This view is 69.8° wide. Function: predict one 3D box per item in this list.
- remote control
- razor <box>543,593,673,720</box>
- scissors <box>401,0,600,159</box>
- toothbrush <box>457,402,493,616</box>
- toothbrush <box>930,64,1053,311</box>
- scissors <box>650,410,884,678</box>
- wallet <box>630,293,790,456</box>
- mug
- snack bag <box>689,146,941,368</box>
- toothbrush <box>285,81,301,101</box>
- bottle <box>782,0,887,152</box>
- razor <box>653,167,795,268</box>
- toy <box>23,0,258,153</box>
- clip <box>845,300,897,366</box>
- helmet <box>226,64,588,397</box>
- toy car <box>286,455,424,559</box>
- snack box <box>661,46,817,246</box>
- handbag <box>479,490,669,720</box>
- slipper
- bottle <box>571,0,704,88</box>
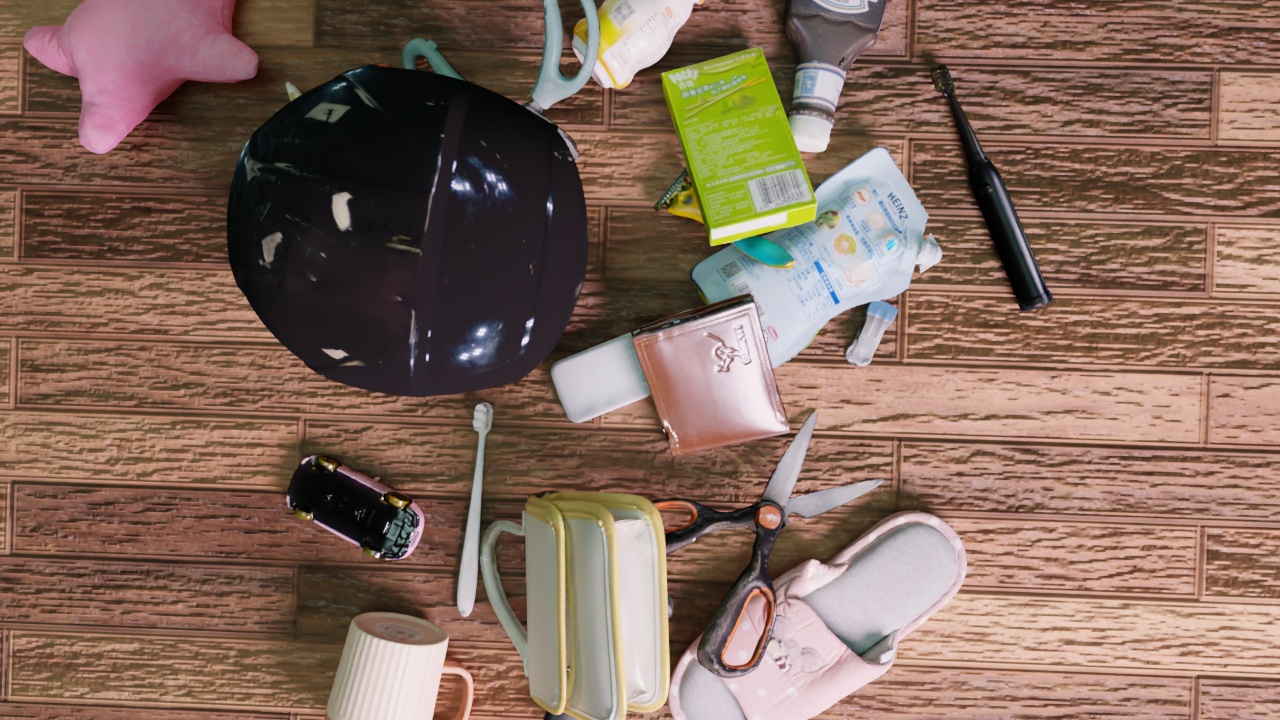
[{"bbox_3d":[-0.004,0.004,0.757,0.136,0.020,0.056,-22,89,1],"label":"remote control"},{"bbox_3d":[-0.028,0.241,0.748,0.067,0.062,0.167,25,97,-30],"label":"razor"},{"bbox_3d":[-0.112,-0.236,0.730,0.170,0.019,0.172,25,122,7],"label":"scissors"},{"bbox_3d":[-0.139,0.124,0.764,0.016,0.016,0.180,6,91,13],"label":"toothbrush"},{"bbox_3d":[0.282,-0.142,0.746,0.027,0.026,0.212,-22,89,-37],"label":"toothbrush"},{"bbox_3d":[0.081,0.134,0.720,0.228,0.022,0.220,9,69,0],"label":"scissors"},{"bbox_3d":[0.057,0.015,0.725,0.101,0.032,0.124,-16,115,6],"label":"wallet"},{"bbox_3d":[-0.191,0.268,0.740,0.114,0.082,0.106,14,89,-25],"label":"mug"},{"bbox_3d":[0.144,-0.079,0.743,0.191,0.039,0.110,-32,78,3],"label":"snack bag"},{"bbox_3d":[-0.253,-0.147,0.767,0.018,0.016,0.191,-28,90,10],"label":"toothbrush"},{"bbox_3d":[0.153,-0.268,0.741,0.080,0.044,0.195,12,91,2],"label":"bottle"},{"bbox_3d":[0.071,-0.106,0.732,0.132,0.028,0.043,36,81,27],"label":"razor"},{"bbox_3d":[-0.398,-0.276,0.744,0.194,0.074,0.178,-31,79,-2],"label":"toy"},{"bbox_3d":[0.189,-0.022,0.754,0.026,0.036,0.058,26,87,-1],"label":"clip"},{"bbox_3d":[-0.174,-0.091,0.652,0.275,0.229,0.233,13,98,17],"label":"helmet"},{"bbox_3d":[-0.234,0.121,0.758,0.122,0.037,0.056,24,88,14],"label":"toy car"},{"bbox_3d":[0.076,-0.171,0.725,0.086,0.026,0.156,-15,68,0],"label":"snack box"},{"bbox_3d":[-0.066,0.184,0.703,0.179,0.063,0.163,-3,88,40],"label":"handbag"},{"bbox_3d":[0.144,0.219,0.737,0.274,0.054,0.114,-34,89,1],"label":"slipper"},{"bbox_3d":[0.000,-0.269,0.735,0.108,0.063,0.063,-38,89,2],"label":"bottle"}]
